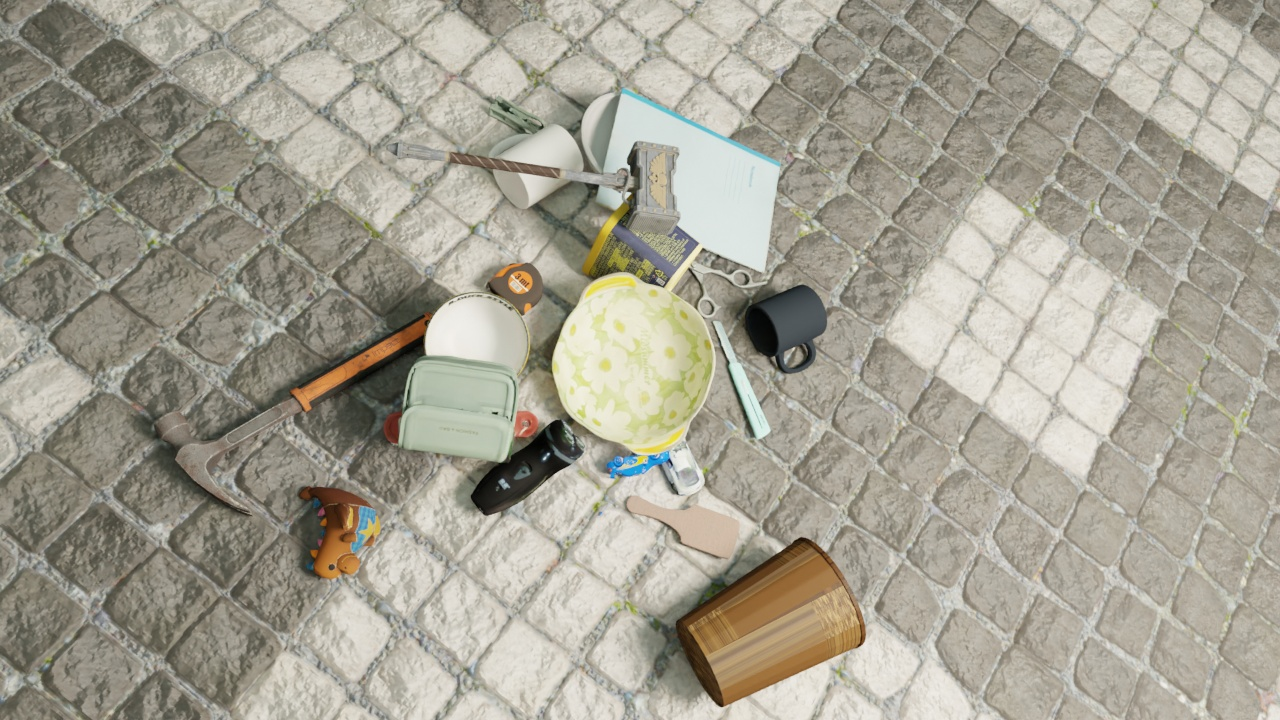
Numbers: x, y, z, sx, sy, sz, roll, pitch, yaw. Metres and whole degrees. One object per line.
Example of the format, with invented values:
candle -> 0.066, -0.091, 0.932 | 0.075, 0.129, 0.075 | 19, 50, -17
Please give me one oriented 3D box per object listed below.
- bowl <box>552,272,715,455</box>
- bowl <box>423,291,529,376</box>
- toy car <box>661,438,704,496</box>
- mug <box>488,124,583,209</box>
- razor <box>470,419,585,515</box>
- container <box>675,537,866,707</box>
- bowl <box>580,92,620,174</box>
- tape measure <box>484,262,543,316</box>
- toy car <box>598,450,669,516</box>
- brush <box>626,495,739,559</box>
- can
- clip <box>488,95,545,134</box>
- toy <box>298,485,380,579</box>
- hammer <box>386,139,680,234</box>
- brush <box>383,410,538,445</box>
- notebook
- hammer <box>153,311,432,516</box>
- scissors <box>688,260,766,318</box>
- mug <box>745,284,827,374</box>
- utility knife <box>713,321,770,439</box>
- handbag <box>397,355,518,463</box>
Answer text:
bowl -> -0.006, 0.006, 1.088 | 0.188, 0.060, 0.219 | -18, 80, 2
bowl -> -0.189, -0.021, 1.059 | 0.117, 0.067, 0.117 | -1, 93, -10
toy car -> 0.045, 0.117, 1.093 | 0.038, 0.027, 0.089 | -21, 75, -19
mug -> -0.143, -0.257, 1.179 | 0.090, 0.074, 0.110 | -38, 55, -24
razor -> -0.126, 0.121, 1.029 | 0.140, 0.064, 0.053 | -37, 80, -25
container -> 0.136, 0.289, 0.997 | 0.167, 0.132, 0.132 | -24, 76, -15
bowl -> -0.017, -0.281, 1.224 | 0.149, 0.043, 0.149 | 8, 70, -23
tape measure -> -0.149, -0.090, 1.125 | 0.058, 0.038, 0.058 | 41, 79, 5
toy car -> -0.007, 0.141, 1.063 | 0.092, 0.033, 0.062 | -11, 76, 6
brush -> 0.047, 0.189, 1.074 | 0.135, 0.015, 0.049 | 20, 64, 1
can -> 0.001, -0.126, 1.122 | 0.104, 0.135, 0.075 | 39, 65, 0
clip -> -0.164, -0.322, 1.221 | 0.076, 0.023, 0.042 | 30, 66, 1
toy -> -0.332, 0.180, 0.972 | 0.103, 0.070, 0.090 | 18, 77, 18
hammer -> -0.114, -0.211, 1.018 | 0.321, 0.044, 0.098 | 6, 68, -14
brush -> -0.203, 0.078, 1.045 | 0.172, 0.030, 0.041 | -1, 68, -13
notebook -> 0.070, -0.238, 1.219 | 0.253, 0.009, 0.180 | 19, 66, -20
hammer -> -0.353, 0.044, 1.021 | 0.313, 0.035, 0.138 | -34, 80, -24
scissors -> 0.086, -0.124, 1.208 | 0.158, 0.014, 0.141 | -12, 75, -18
mug -> 0.190, -0.035, 1.174 | 0.077, 0.071, 0.105 | -23, 102, -21
utility knife -> 0.125, 0.023, 1.161 | 0.022, 0.015, 0.165 | -15, 70, -18
handbag -> -0.194, 0.052, 0.994 | 0.121, 0.067, 0.106 | 9, 93, -11
